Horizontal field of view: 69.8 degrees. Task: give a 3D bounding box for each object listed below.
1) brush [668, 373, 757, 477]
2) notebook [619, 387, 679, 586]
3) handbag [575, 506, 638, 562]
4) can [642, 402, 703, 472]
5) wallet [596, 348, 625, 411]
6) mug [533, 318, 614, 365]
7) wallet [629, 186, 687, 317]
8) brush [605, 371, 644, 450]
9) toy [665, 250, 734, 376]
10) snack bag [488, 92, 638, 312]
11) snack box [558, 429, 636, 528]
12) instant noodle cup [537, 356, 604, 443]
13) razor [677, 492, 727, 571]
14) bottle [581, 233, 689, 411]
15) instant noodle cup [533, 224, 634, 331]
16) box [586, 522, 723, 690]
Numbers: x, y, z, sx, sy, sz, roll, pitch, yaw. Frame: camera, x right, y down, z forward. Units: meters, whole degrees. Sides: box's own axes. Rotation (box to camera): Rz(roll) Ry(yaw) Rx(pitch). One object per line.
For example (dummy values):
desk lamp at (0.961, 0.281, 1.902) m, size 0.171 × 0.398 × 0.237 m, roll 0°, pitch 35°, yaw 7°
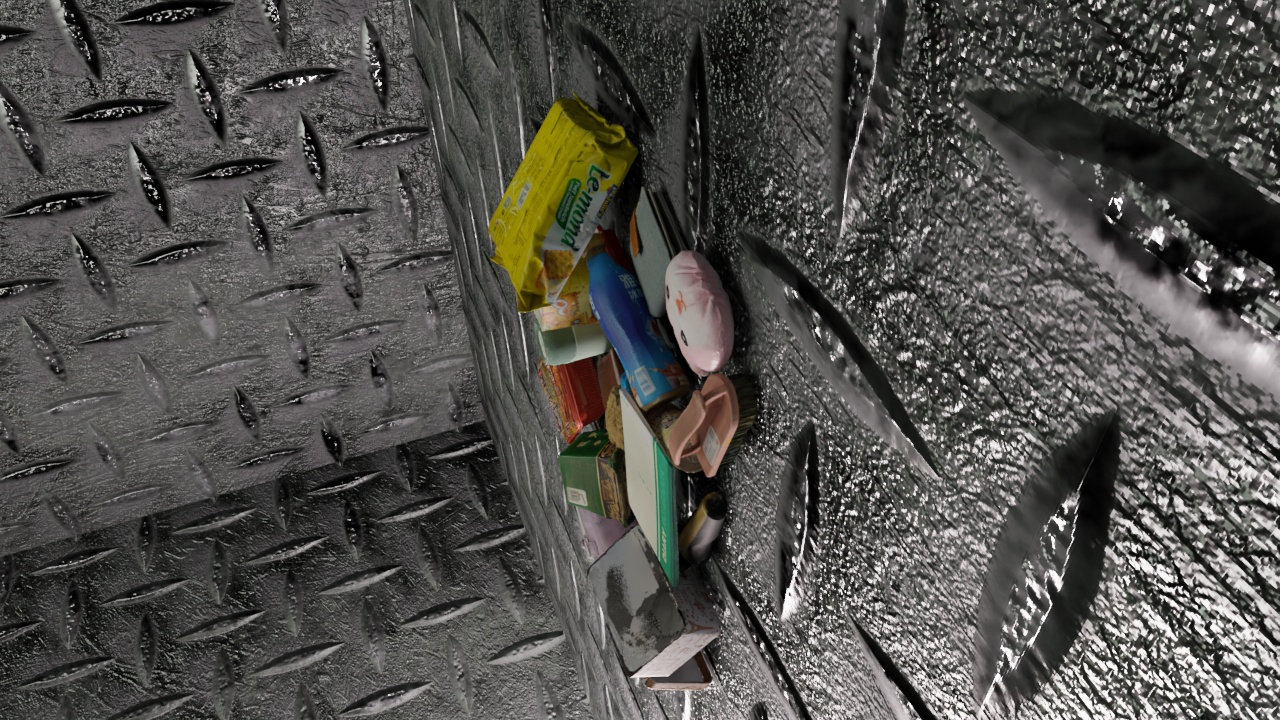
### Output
brush at (0.071, 0.062, 0.919) m, size 0.146 × 0.073 × 0.063 m, roll 104°, pitch 148°, yaw -59°
notebook at (0.013, 0.155, 1.116) m, size 0.150 × 0.012 × 0.209 m, roll -124°, pitch 23°, yaw -47°
handbag at (-0.066, 0.249, 1.577) m, size 0.145 × 0.098 × 0.197 m, roll 167°, pitch 87°, yaw -70°
can at (0.042, 0.088, 1.074) m, size 0.116 × 0.058 × 0.058 m, roll -150°, pitch 46°, yaw -69°
wallet at (-0.036, 0.037, 1.366) m, size 0.125 × 0.032 × 0.101 m, roll 147°, pitch 110°, yaw -74°
mug at (-0.102, -0.042, 1.377) m, size 0.112 × 0.106 × 0.082 m, roll -174°, pitch 68°, yaw -75°
wallet at (0.013, -0.120, 1.016) m, size 0.130 × 0.037 × 0.106 m, roll 114°, pitch 138°, yaw -67°
brush at (-0.007, 0.007, 1.166) m, size 0.083 × 0.045 × 0.255 m, roll -122°, pitch 36°, yaw -53°
toy at (0.057, -0.039, 0.915) m, size 0.160 × 0.054 × 0.121 m, roll 94°, pitch 159°, yaw -71°
snack bag at (-0.105, -0.193, 1.096) m, size 0.247 × 0.068 × 0.158 m, roll -59°, pitch 36°, yaw 19°
snack box at (-0.051, 0.158, 1.300) m, size 0.117 × 0.106 × 0.118 m, roll -42°, pitch -52°, yaw -56°
instant noodle cup at (-0.115, 0.047, 1.568) m, size 0.189 × 0.079 × 0.164 m, roll 127°, pitch 126°, yaw -73°
razor at (0.068, 0.204, 1.115) m, size 0.067 × 0.062 × 0.168 m, roll 39°, pitch 149°, yaw 13°
bottle at (-0.016, -0.049, 1.084) m, size 0.218 × 0.065 × 0.065 m, roll 64°, pitch 164°, yaw 10°
instant noodle cup at (-0.083, -0.100, 1.211) m, size 0.116 × 0.123 × 0.116 m, roll 97°, pitch 153°, yaw -56°
box at (0.046, 0.346, 1.294) m, size 0.158 × 0.197 × 0.180 m, roll -47°, pitch 47°, yaw 23°
